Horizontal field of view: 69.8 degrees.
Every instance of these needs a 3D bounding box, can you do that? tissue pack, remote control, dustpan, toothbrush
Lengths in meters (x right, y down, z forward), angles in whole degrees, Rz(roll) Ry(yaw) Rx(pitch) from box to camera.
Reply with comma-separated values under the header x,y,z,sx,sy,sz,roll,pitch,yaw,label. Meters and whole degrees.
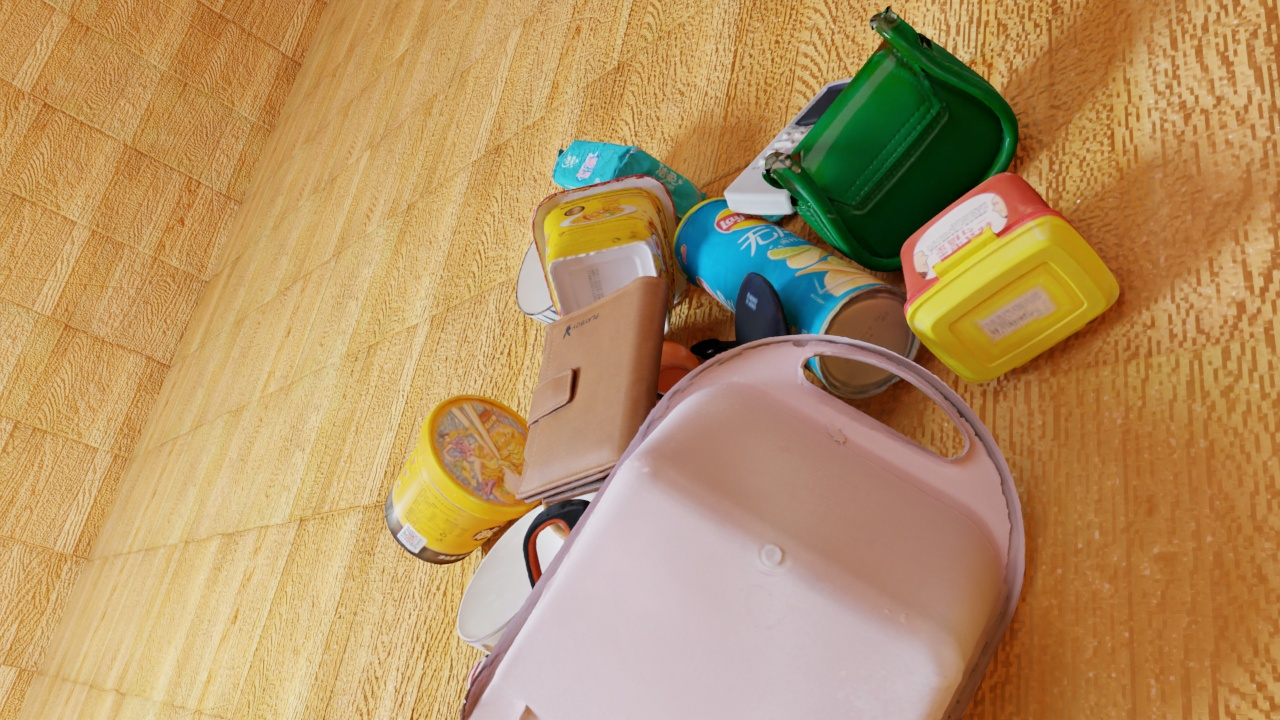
x,y,z,sx,sy,sz,roll,pitch,yaw,label
-0.013,-0.155,0.814,0.133,0.093,0.050,27,92,55,tissue pack
0.121,-0.154,0.647,0.058,0.021,0.149,12,52,45,remote control
0.065,0.131,0.471,0.222,0.138,0.274,32,117,14,dustpan
0.103,-0.010,0.633,0.190,0.016,0.014,-3,55,49,toothbrush
0.077,0.012,0.552,0.024,0.136,0.053,-22,29,-12,remote control

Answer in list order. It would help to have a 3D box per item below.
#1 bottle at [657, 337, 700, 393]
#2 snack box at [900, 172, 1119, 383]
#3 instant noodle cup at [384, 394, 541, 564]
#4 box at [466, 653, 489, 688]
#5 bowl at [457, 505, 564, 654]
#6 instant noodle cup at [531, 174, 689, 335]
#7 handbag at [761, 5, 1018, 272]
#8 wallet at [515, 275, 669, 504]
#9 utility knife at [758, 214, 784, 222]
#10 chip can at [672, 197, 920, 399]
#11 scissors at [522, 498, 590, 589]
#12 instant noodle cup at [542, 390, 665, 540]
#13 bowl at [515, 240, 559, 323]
x,y,z,sx,sy,sz,roll,pitch,yaw,label
-0.004,0.004,0.723,0.067,0.066,0.149,-59,26,3,bottle
0.188,-0.048,0.488,0.091,0.082,0.080,-38,30,28,snack box
-0.157,0.110,0.800,0.115,0.118,0.118,-47,36,32,instant noodle cup
-0.053,0.245,0.629,0.075,0.082,0.164,-35,20,-29,box
-0.068,0.163,0.642,0.114,0.062,0.113,-40,20,17,bowl
-0.023,-0.069,0.703,0.116,0.116,0.123,-12,25,5,instant noodle cup
0.150,-0.129,0.559,0.131,0.120,0.068,-52,29,17,handbag
-0.030,0.020,0.572,0.108,0.031,0.131,-22,49,41,wallet
0.145,-0.137,0.667,0.167,0.013,0.029,-26,50,37,utility knife
0.093,-0.049,0.605,0.071,0.071,0.210,-56,30,8,chip can
0.001,0.184,0.529,0.221,0.233,0.021,-17,3,10,scissors
0.010,0.080,0.600,0.138,0.108,0.137,-32,43,36,instant noodle cup
-0.054,-0.081,0.839,0.117,0.066,0.116,-33,44,37,bowl
